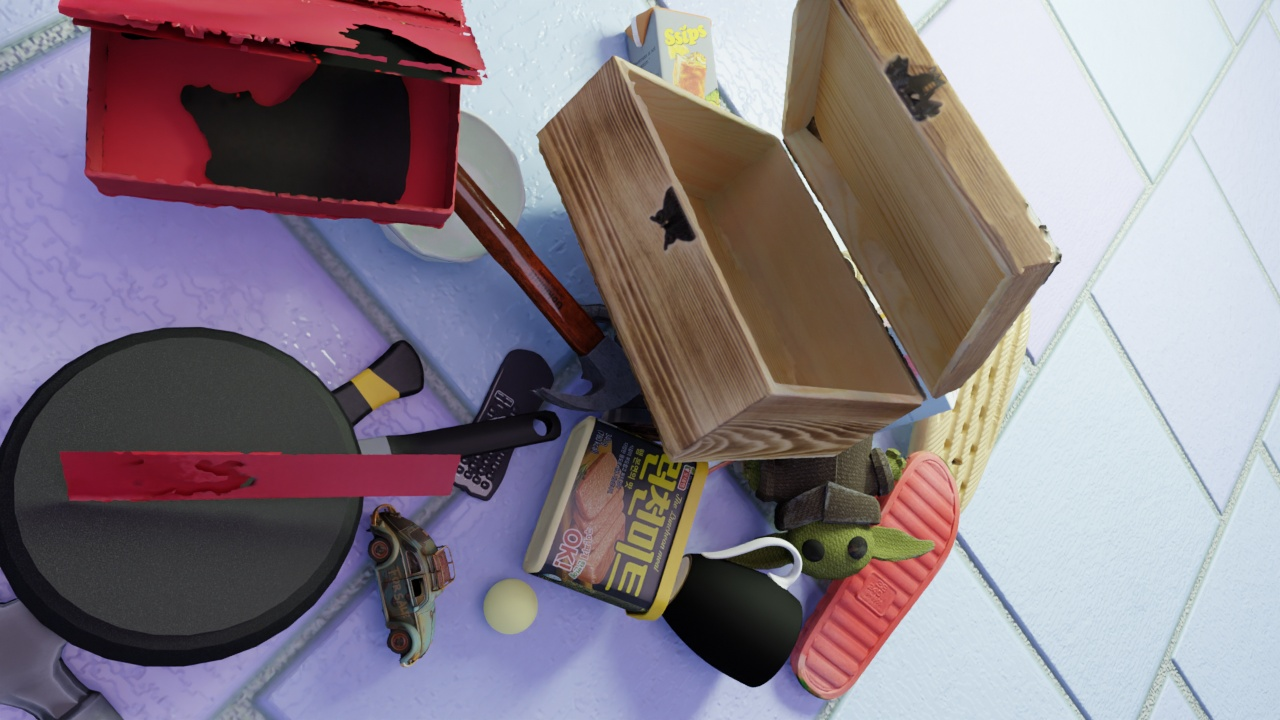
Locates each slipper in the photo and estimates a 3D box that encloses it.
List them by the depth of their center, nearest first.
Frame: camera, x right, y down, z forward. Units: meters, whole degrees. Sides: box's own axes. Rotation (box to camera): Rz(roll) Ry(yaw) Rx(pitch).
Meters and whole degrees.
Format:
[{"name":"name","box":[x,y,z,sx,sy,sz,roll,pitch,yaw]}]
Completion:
[{"name":"slipper","box":[0.214,0.196,0.861,0.103,0.059,0.248,37,81,-23]},{"name":"slipper","box":[0.314,0.036,0.940,0.111,0.079,0.261,11,96,-27]}]

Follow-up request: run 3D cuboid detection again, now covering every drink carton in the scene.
[{"name":"drink carton","box":[0.030,-0.243,0.818,0.076,0.049,0.124,-2,84,-32]}]

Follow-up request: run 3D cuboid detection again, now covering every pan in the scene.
[{"name":"pan","box":[-0.204,0.066,0.588,0.354,0.044,0.204,-9,76,-31]}]

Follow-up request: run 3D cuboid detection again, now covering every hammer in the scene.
[{"name":"hammer","box":[-0.273,0.083,0.592,0.323,0.034,0.170,-40,103,-31]},{"name":"hammer","box":[-0.099,-0.086,0.648,0.110,0.028,0.300,-46,105,-23]}]

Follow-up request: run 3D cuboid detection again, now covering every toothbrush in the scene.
[{"name":"toothbrush","box":[0.038,0.111,0.790,0.184,0.015,0.015,-21,97,-32]}]

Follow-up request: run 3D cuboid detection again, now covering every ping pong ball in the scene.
[{"name":"ping pong ball","box":[-0.096,0.182,0.679,0.040,0.040,0.040,5,80,-31]}]

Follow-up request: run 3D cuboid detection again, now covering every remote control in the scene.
[{"name":"remote control","box":[-0.107,0.046,0.711,0.046,0.009,0.124,36,65,-22]}]

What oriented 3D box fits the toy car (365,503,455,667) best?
[{"name":"toy car","box":[-0.155,0.152,0.635,0.047,0.047,0.112,-12,90,7]}]

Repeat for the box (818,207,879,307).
[{"name":"box","box":[0.169,-0.030,0.883,0.189,0.038,0.209,-43,106,-27]}]

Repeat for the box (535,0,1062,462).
[{"name":"box","box":[0.137,-0.104,0.670,0.269,0.265,0.279,7,52,-52]}]

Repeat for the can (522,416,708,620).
[{"name":"can","box":[-0.020,0.120,0.708,0.101,0.073,0.130,23,70,-12]}]

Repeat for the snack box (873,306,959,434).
[{"name":"snack box","box":[0.240,0.000,0.846,0.093,0.080,0.094,63,32,-7]}]

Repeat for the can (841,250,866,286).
[{"name":"can","box":[0.219,-0.093,0.894,0.079,0.038,0.038,-20,93,-38]}]

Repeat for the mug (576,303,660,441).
[{"name":"mug","box":[-0.004,0.004,0.750,0.116,0.080,0.107,7,76,-4]}]

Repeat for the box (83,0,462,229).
[{"name":"box","box":[-0.185,-0.306,0.503,0.214,0.138,0.468,4,106,-20]}]

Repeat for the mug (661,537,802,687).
[{"name":"mug","box":[0.077,0.192,0.753,0.100,0.085,0.119,33,90,-9]}]

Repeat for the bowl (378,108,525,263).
[{"name":"bowl","box":[-0.151,-0.124,0.679,0.117,0.061,0.117,5,80,-32]}]

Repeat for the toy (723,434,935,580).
[{"name":"toy","box":[0.160,0.113,0.797,0.179,0.078,0.152,-4,83,2]}]
